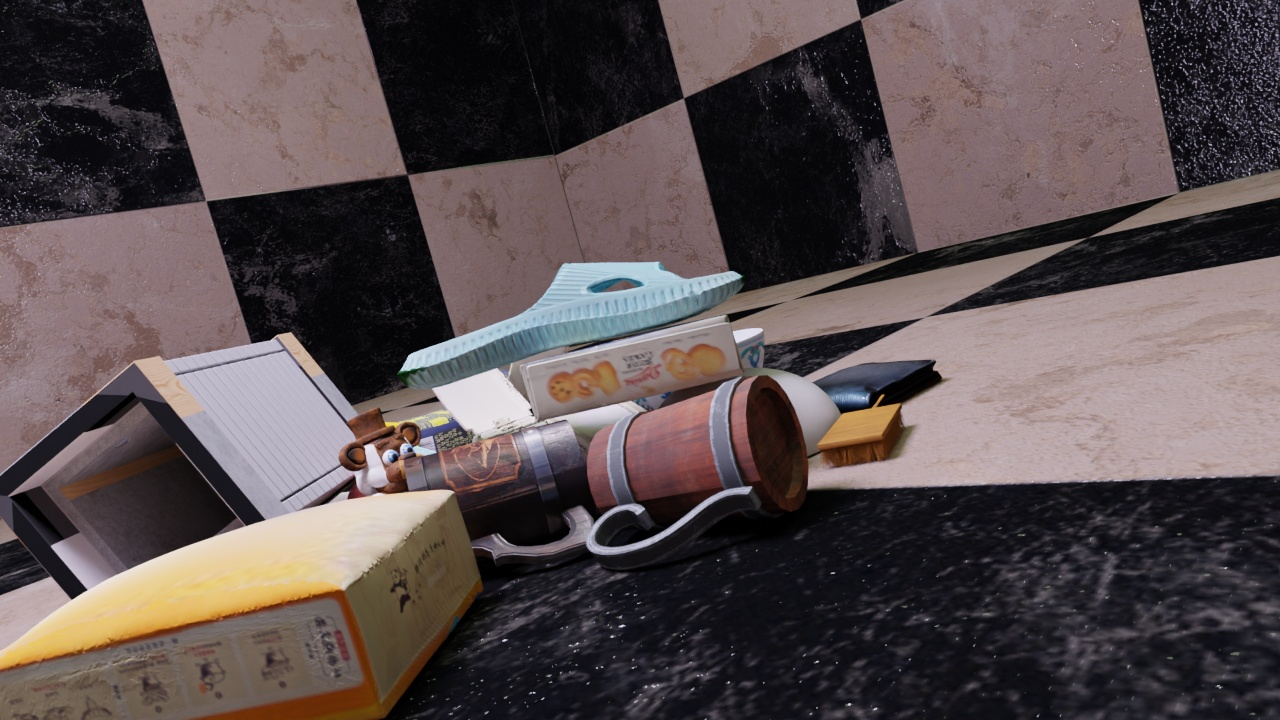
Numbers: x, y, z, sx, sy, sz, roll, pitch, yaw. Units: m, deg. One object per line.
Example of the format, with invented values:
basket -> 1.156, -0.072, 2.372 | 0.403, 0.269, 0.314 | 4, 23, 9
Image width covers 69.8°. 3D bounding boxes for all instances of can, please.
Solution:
can -> -0.206, 0.090, 0.951 | 0.104, 0.075, 0.135 | -16, 5, -29

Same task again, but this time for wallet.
wallet -> 0.187, 0.022, 0.771 | 0.114, 0.026, 0.089 | -20, 9, -41

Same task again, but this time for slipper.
slipper -> -0.054, -0.040, 0.700 | 0.276, 0.069, 0.116 | -16, 4, -5

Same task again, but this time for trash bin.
trash bin -> -0.335, 0.086, 0.727 | 0.142, 0.142, 0.246 | -38, 3, 6

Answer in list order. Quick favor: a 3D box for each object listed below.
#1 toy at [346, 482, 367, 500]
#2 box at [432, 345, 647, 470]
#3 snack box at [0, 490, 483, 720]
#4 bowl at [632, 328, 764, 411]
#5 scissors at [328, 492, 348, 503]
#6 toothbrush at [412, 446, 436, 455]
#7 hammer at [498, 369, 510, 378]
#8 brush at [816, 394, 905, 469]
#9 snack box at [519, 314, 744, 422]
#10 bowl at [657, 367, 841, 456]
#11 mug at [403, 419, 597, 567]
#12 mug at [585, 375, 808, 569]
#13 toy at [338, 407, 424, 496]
toy -> -0.206, 0.114, 0.802 | 0.089, 0.051, 0.110 | -15, 0, -35
box -> -0.080, 0.043, 0.768 | 0.143, 0.080, 0.180 | -19, 31, -34
snack box -> -0.200, 0.129, 0.471 | 0.195, 0.080, 0.145 | -15, 6, 10
bowl -> 0.054, 0.025, 0.862 | 0.144, 0.074, 0.144 | -15, 5, 1
scissors -> -0.342, 0.142, 0.948 | 0.179, 0.015, 0.199 | 2, -18, -7
toothbrush -> -0.181, 0.087, 0.842 | 0.181, 0.016, 0.016 | 10, 0, 19
hammer -> -0.034, 0.021, 1.016 | 0.321, 0.040, 0.129 | -2, 2, -32
brush -> 0.160, 0.046, 0.641 | 0.048, 0.017, 0.126 | -13, 6, 26
snack box -> -0.004, 0.004, 0.668 | 0.144, 0.042, 0.145 | -14, 2, 3
bowl -> 0.077, 0.034, 0.696 | 0.149, 0.043, 0.149 | -7, 16, 2
mug -> -0.085, 0.097, 0.583 | 0.107, 0.080, 0.115 | -15, 34, -12
mug -> 0.027, 0.070, 0.533 | 0.111, 0.081, 0.117 | -17, 28, 30
toy -> -0.189, 0.091, 0.714 | 0.067, 0.112, 0.087 | -26, -1, 37
